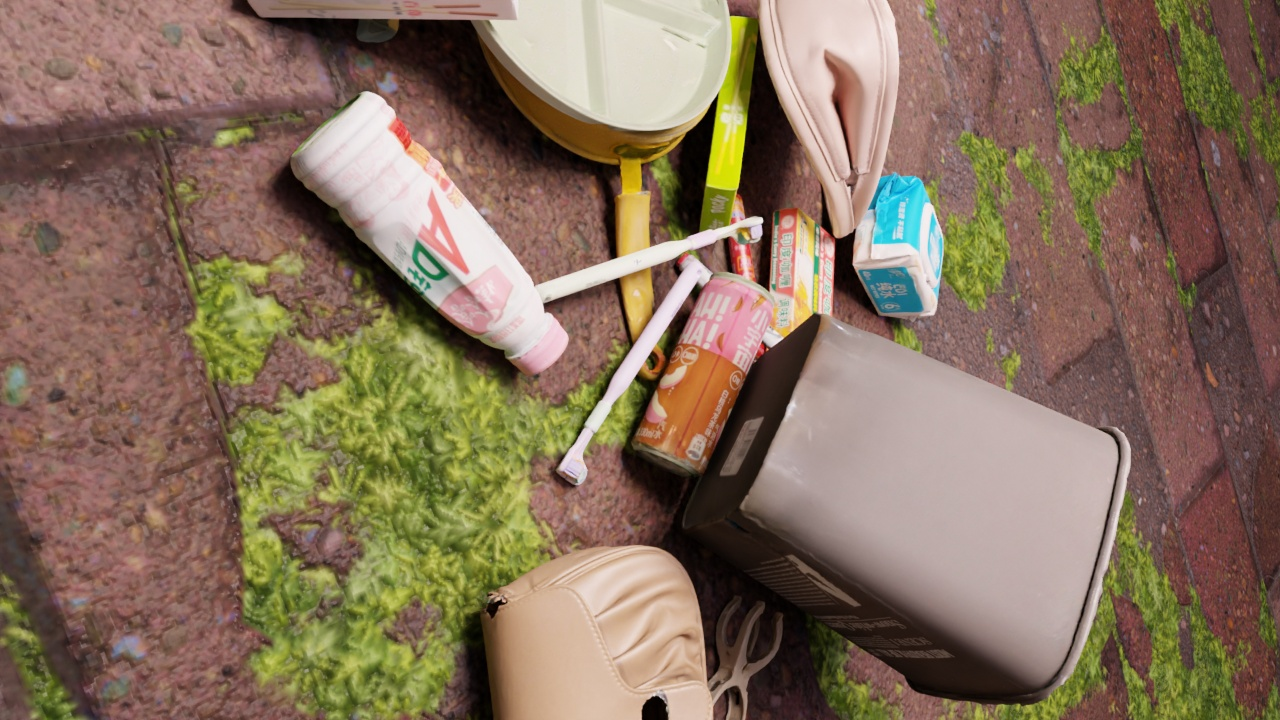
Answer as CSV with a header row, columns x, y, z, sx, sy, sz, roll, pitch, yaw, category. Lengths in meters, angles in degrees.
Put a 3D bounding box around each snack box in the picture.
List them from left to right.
x,y,z,sx,sy,sz,roll,pitch,yaw,category
-0.150,-0.246,0.543,0.157,0.027,0.084,0,79,-1,snack box
0.071,-0.186,0.739,0.026,0.086,0.156,8,71,3,snack box
0.138,-0.046,0.794,0.077,0.027,0.155,23,67,-51,snack box

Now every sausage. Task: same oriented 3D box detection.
x,y,z,sx,sy,sz,roll,pitch,yaw,category
0.086,-0.071,0.770,0.020,0.020,0.156,-5,85,-40,sausage

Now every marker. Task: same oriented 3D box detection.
x,y,z,sx,sy,sz,roll,pitch,yaw,category
0.086,-0.033,0.732,0.145,0.017,0.017,42,55,0,marker

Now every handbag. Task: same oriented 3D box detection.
x,y,z,sx,sy,sz,roll,pitch,yaw,category
-0.020,0.221,0.573,0.147,0.100,0.204,0,78,-37,handbag
0.162,-0.210,0.772,0.234,0.093,0.192,69,16,-45,handbag

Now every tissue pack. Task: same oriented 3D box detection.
x,y,z,sx,sy,sz,roll,pitch,yaw,category
0.246,-0.104,0.859,0.140,0.063,0.089,42,55,-54,tissue pack

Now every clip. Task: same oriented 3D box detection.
x,y,z,sx,sy,sz,roll,pitch,yaw,category
0.081,0.235,0.700,0.076,0.035,0.103,25,71,-34,clip

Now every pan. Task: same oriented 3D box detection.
x,y,z,sx,sy,sz,roll,pitch,yaw,category
-0.016,-0.163,0.686,0.197,0.078,0.357,-10,82,-37,pan

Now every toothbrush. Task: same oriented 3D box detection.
x,y,z,sx,sy,sz,roll,pitch,yaw,category
-0.004,0.004,0.657,0.188,0.021,0.029,-59,144,-17,toothbrush
0.008,-0.072,0.655,0.189,0.029,0.020,-19,66,-25,toothbrush

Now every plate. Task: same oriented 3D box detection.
x,y,z,sx,sy,sz,roll,pitch,yaw,category
-0.032,-0.262,0.637,0.230,0.028,0.230,12,68,-32,plate

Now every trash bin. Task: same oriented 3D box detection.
x,y,z,sx,sy,sz,roll,pitch,yaw,category
0.167,0.097,0.631,0.219,0.199,0.198,28,68,-6,trash bin

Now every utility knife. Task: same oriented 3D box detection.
x,y,z,sx,sy,sz,roll,pitch,yaw,category
-0.167,-0.287,0.605,0.031,0.019,0.176,14,69,-44,utility knife

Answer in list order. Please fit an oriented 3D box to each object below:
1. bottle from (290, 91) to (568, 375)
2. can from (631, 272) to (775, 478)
x,y,z,sx,sy,sz,roll,pitch,yaw,category
-0.121,-0.069,0.568,0.197,0.068,0.068,49,55,-27,bottle
0.047,0.011,0.679,0.058,0.058,0.147,33,74,-31,can
